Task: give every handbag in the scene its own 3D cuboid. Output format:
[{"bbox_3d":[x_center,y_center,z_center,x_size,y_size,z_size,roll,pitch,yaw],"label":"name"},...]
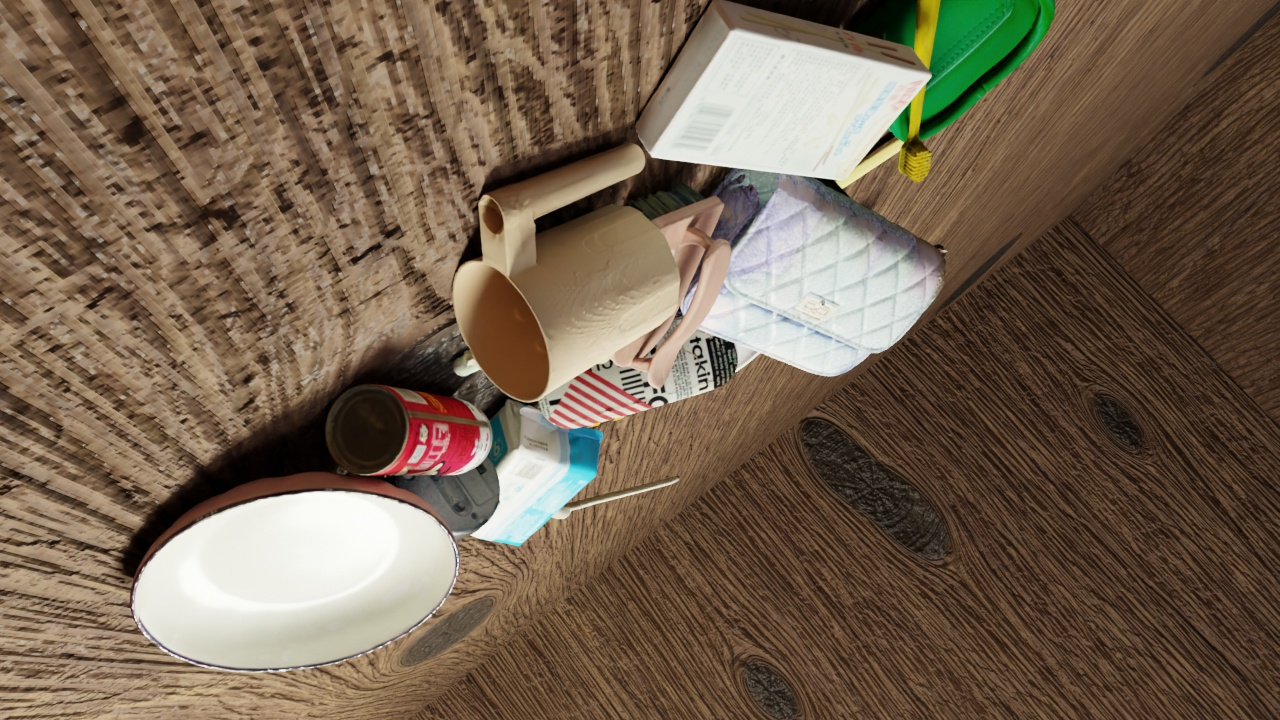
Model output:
[{"bbox_3d":[0.193,-0.211,0.586,0.131,0.068,0.120,-42,159,17],"label":"handbag"},{"bbox_3d":[0.125,-0.063,0.690,0.193,0.075,0.134,17,124,-34],"label":"handbag"}]

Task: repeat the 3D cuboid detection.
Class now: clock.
[{"bbox_3d":[-0.160,0.104,0.673,0.121,0.082,0.055,-28,169,-45],"label":"clock"}]

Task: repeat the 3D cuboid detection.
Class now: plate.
[{"bbox_3d":[-0.213,0.130,0.580,0.192,0.039,0.193,-13,137,-12],"label":"plate"}]

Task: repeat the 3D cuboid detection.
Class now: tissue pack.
[{"bbox_3d":[-0.106,0.095,0.773,0.090,0.063,0.140,24,121,-40],"label":"tissue pack"}]

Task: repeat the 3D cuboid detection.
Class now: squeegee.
[{"bbox_3d":[-0.098,0.129,0.908,0.247,0.039,0.247,-15,155,7],"label":"squeegee"}]

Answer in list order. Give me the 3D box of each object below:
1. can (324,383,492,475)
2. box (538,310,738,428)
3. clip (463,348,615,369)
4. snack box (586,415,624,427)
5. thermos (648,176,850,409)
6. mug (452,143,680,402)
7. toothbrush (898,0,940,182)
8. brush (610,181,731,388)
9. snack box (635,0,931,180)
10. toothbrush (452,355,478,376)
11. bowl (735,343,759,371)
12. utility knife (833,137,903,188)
[{"bbox_3d":[-0.142,0.047,0.588,0.053,0.053,0.132,-40,167,6],"label":"can"},{"bbox_3d":[-0.007,-0.001,0.733,0.163,0.075,0.077,-17,-165,-6],"label":"box"},{"bbox_3d":[-0.070,-0.019,0.604,0.097,0.060,0.035,-14,153,-35],"label":"clip"},{"bbox_3d":[0.005,0.006,0.898,0.154,0.026,0.075,-45,165,25],"label":"snack box"},{"bbox_3d":[0.065,-0.066,0.765,0.090,0.068,0.243,27,116,-40],"label":"thermos"},{"bbox_3d":[-0.040,-0.052,0.510,0.103,0.084,0.125,-31,138,-36],"label":"mug"},{"bbox_3d":[0.167,-0.187,0.529,0.015,0.016,0.190,-17,134,-10],"label":"toothbrush"},{"bbox_3d":[0.012,-0.044,0.617,0.063,0.073,0.146,-28,153,-37],"label":"brush"},{"bbox_3d":[0.081,-0.144,0.509,0.156,0.027,0.085,-4,146,-37],"label":"snack box"},{"bbox_3d":[-0.055,-0.025,0.657,0.189,0.029,0.020,-25,119,-40],"label":"toothbrush"},{"bbox_3d":[0.097,-0.051,0.844,0.118,0.065,0.118,-46,-176,4],"label":"bowl"},{"bbox_3d":[0.214,-0.182,0.843,0.177,0.019,0.031,-29,169,-11],"label":"utility knife"}]
